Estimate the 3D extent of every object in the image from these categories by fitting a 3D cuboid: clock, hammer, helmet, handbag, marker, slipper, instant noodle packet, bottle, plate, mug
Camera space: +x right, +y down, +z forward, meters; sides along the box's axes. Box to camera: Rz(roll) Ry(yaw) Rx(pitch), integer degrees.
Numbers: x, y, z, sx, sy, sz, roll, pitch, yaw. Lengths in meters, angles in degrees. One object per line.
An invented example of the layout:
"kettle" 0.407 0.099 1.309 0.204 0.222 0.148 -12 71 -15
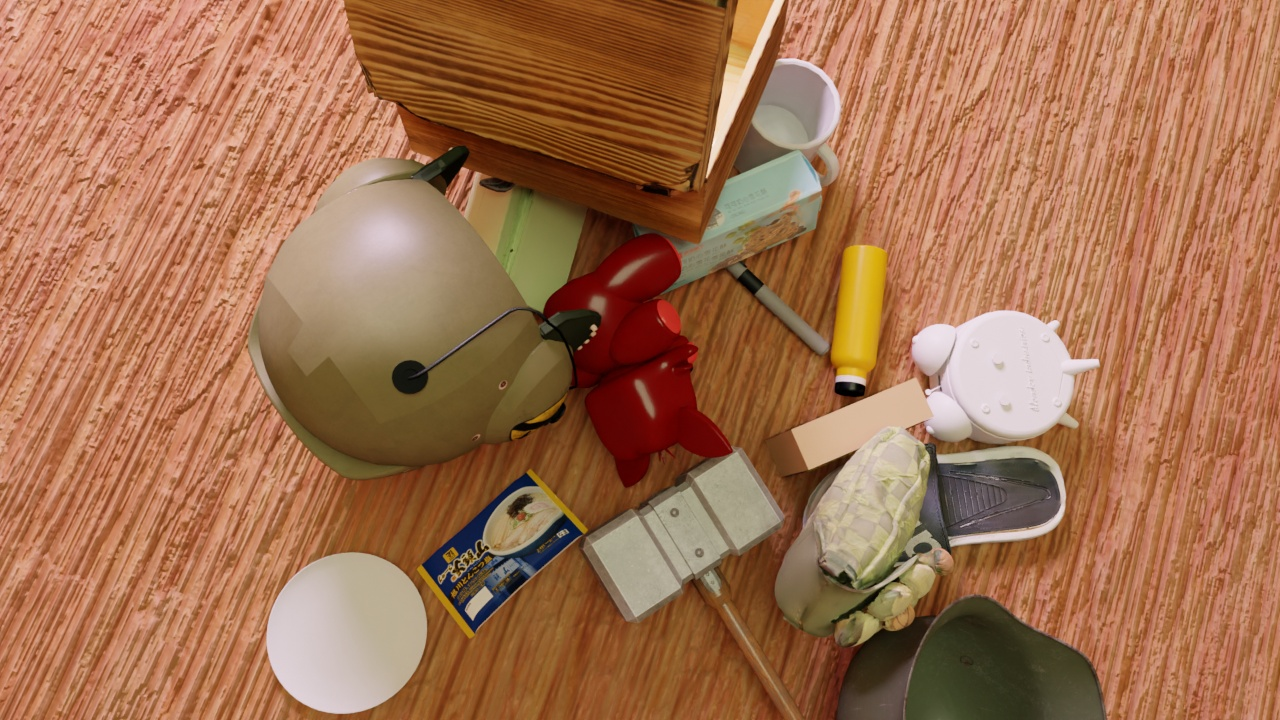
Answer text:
"clock" 0.348 0.016 0.882 0.161 0.073 0.125 -5 80 -8
"hammer" 0.096 0.252 0.803 0.162 0.083 0.317 -31 85 -11
"helmet" 0.253 0.313 0.762 0.226 0.154 0.268 -36 109 -33
"handbag" 0.196 0.150 0.752 0.117 0.113 0.186 34 57 13
"marker" 0.130 -0.057 0.900 0.140 0.016 0.016 43 77 2
"slipper" 0.281 0.133 0.859 0.263 0.063 0.111 -4 80 -10
"instant noodle packet" -0.122 0.167 0.810 0.134 0.026 0.087 -41 57 -12
"bottle" 0.211 -0.037 0.892 0.043 0.043 0.143 10 78 -5
"plate" -0.254 0.236 0.800 0.134 0.011 0.134 1 79 -7
"mug" 0.147 -0.219 0.894 0.091 0.090 0.121 -40 86 -12
"helmet" -0.181 -0.023 0.723 0.232 0.256 0.250 -37 84 -15

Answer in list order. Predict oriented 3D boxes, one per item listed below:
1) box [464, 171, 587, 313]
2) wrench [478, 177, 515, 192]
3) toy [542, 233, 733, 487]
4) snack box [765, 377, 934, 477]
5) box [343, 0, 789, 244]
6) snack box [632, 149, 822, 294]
"box" -0.115 -0.140 0.881 0.098 0.082 0.187 31 69 -45
"wrench" -0.028 -0.184 0.871 0.273 0.010 0.070 -3 84 -23
"toy" -0.005 0.005 0.805 0.120 0.159 0.197 -24 88 -43
"snack box" 0.190 0.063 0.847 0.125 0.088 0.040 -21 82 -10
"box" -0.047 -0.274 0.677 0.279 0.337 0.286 20 69 7
"snack box" 0.081 -0.128 0.862 0.174 0.075 0.053 -24 69 -3
